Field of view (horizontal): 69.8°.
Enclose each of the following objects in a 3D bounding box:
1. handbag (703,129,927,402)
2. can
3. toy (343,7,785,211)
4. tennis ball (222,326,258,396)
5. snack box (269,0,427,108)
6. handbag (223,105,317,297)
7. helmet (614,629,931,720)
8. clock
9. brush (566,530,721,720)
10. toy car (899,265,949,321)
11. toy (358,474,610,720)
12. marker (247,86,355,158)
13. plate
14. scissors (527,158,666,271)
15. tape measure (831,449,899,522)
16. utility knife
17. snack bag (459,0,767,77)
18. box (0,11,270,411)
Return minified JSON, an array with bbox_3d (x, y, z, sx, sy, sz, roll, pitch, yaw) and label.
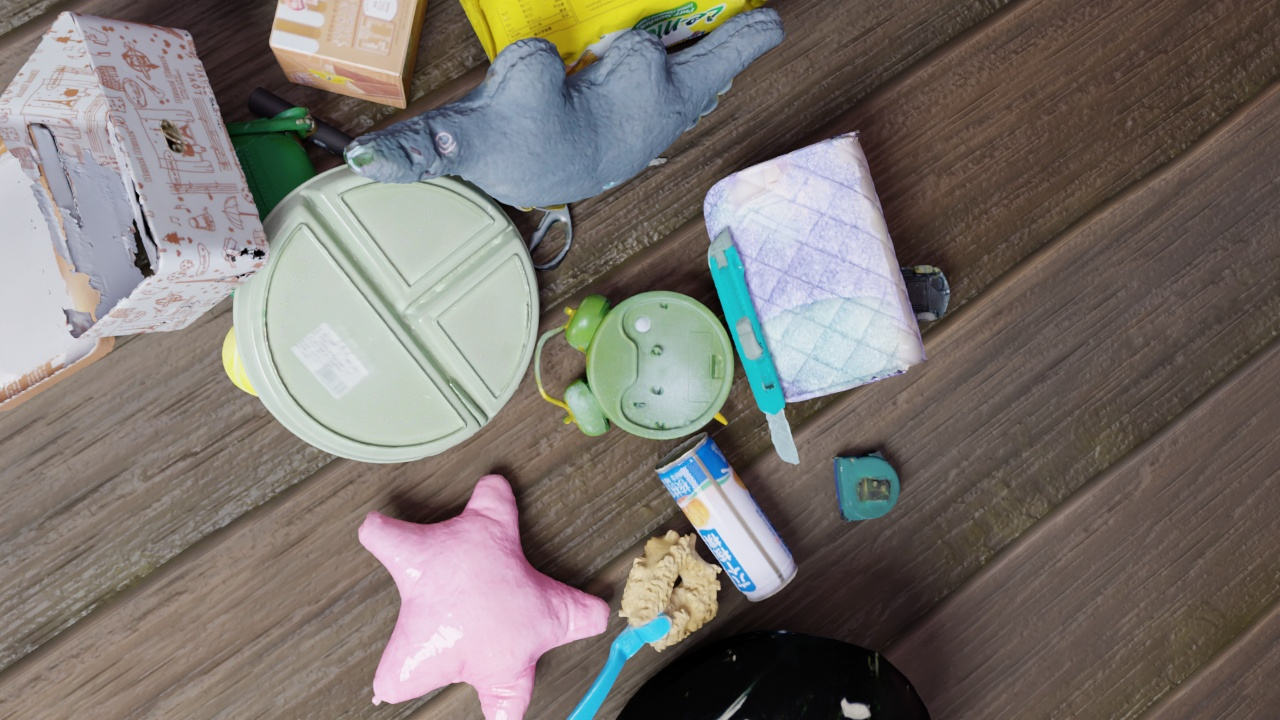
[{"bbox_3d":[0.138,-0.071,0.740,0.134,0.075,0.194,-16,92,20],"label":"handbag"},{"bbox_3d":[0.070,0.127,0.744,0.053,0.053,0.134,-36,94,-10],"label":"can"},{"bbox_3d":[-0.050,-0.176,0.680,0.355,0.138,0.091,-24,73,-27],"label":"toy"},{"bbox_3d":[-0.276,-0.005,0.685,0.065,0.065,0.065,0,87,-10],"label":"tennis ball"},{"bbox_3d":[-0.218,-0.258,0.699,0.094,0.077,0.092,11,86,-10],"label":"snack box"},{"bbox_3d":[-0.276,-0.113,0.679,0.120,0.068,0.131,-27,84,-5],"label":"handbag"},{"bbox_3d":[0.093,0.324,0.653,0.233,0.231,0.273,29,44,-7],"label":"helmet"},{"bbox_3d":[-0.004,0.004,0.736,0.161,0.056,0.116,2,87,-10],"label":"clock"},{"bbox_3d":[-0.021,0.232,0.689,0.253,0.046,0.083,-46,113,-32],"label":"brush"},{"bbox_3d":[0.210,-0.056,0.786,0.105,0.031,0.049,-2,90,1],"label":"toy car"},{"bbox_3d":[-0.137,0.185,0.693,0.178,0.075,0.194,-41,91,-23],"label":"toy"},{"bbox_3d":[-0.242,-0.175,0.720,0.132,0.020,0.022,27,94,-8],"label":"marker"},{"bbox_3d":[-0.176,-0.033,0.679,0.229,0.027,0.230,-6,102,-29],"label":"plate"},{"bbox_3d":[-0.067,-0.162,0.756,0.159,0.014,0.177,26,81,-10],"label":"scissors"},{"bbox_3d":[0.193,0.107,0.781,0.054,0.025,0.058,-6,89,-9],"label":"tape measure"},{"bbox_3d":[0.089,-0.009,0.720,0.013,0.029,0.193,-21,92,-54],"label":"utility knife"},{"bbox_3d":[-0.032,-0.316,0.717,0.246,0.068,0.158,-24,91,-10],"label":"snack bag"},{"bbox_3d":[-0.385,-0.091,0.625,0.263,0.088,0.178,-26,83,31],"label":"box"}]
